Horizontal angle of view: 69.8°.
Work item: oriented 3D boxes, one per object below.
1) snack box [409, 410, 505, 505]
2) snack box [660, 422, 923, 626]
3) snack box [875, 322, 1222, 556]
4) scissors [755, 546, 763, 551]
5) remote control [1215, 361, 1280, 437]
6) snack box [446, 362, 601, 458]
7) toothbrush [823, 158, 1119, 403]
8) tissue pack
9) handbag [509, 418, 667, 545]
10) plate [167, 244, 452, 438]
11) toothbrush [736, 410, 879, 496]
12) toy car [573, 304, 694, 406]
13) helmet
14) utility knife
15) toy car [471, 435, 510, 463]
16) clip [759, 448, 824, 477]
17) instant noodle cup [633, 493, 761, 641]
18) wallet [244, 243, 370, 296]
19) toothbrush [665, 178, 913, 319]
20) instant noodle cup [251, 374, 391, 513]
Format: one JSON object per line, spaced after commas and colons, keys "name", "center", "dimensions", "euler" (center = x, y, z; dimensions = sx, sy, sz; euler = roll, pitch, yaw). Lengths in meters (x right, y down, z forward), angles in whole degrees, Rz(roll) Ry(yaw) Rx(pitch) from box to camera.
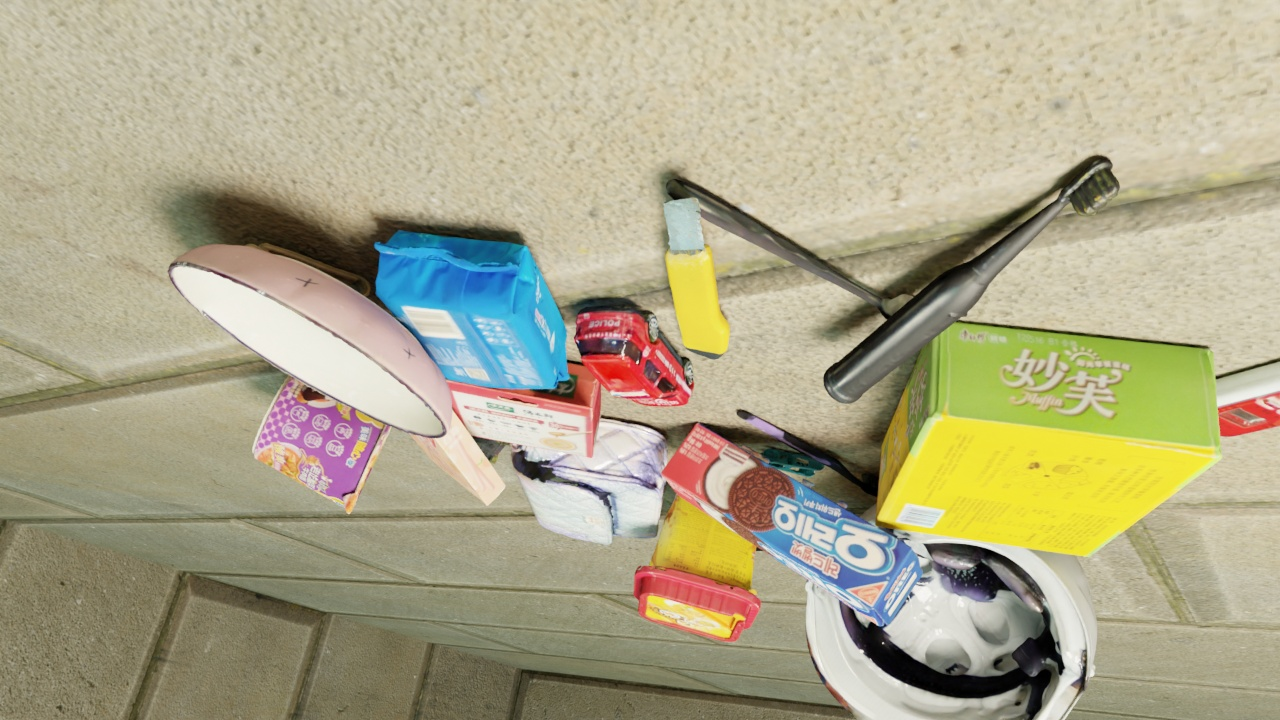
{"name": "snack box", "center": [-0.170, 0.051, 0.740], "dimensions": [0.084, 0.026, 0.157], "euler": [30, 157, 35]}
{"name": "snack box", "center": [0.115, 0.125, 0.723], "dimensions": [0.207, 0.058, 0.057], "euler": [29, 165, 33]}
{"name": "snack box", "center": [0.250, 0.059, 0.604], "dimensions": [0.158, 0.069, 0.210], "euler": [7, 153, 9]}
{"name": "scissors", "center": [0.125, 0.148, 0.929], "dimensions": [0.162, 0.021, 0.234], "euler": [7, 150, 1]}
{"name": "remote control", "center": [0.381, 0.017, 0.523], "dimensions": [0.056, 0.020, 0.136], "euler": [21, 154, -21]}
{"name": "snack box", "center": [-0.088, 0.029, 0.715], "dimensions": [0.113, 0.044, 0.127], "euler": [11, 157, 1]}
{"name": "toothbrush", "center": [0.162, -0.033, 0.476], "dimensions": [0.026, 0.027, 0.213], "euler": [1, 153, -24]}
{"name": "tissue pack", "center": [-0.100, -0.029, 0.584], "dimensions": [0.095, 0.052, 0.157], "euler": [8, 156, 12]}
{"name": "handbag", "center": [-0.044, 0.117, 0.854], "dimensions": [0.134, 0.075, 0.194], "euler": [9, 155, 5]}
{"name": "plate", "center": [-0.198, -0.016, 0.578], "dimensions": [0.192, 0.039, 0.193], "euler": [24, 159, 9]}
{"name": "toothbrush", "center": [0.148, 0.078, 0.770], "dimensions": [0.189, 0.016, 0.014], "euler": [29, 139, -30]}
{"name": "toy car", "center": [-0.004, 0.004, 0.626], "dimensions": [0.053, 0.045, 0.120], "euler": [-1, 156, 27]}
{"name": "helmet", "center": [0.270, 0.208, 0.797], "dimensions": [0.229, 0.145, 0.259], "euler": [36, 134, 17]}
{"name": "utility knife", "center": [0.034, -0.043, 0.530], "dimensions": [0.033, 0.015, 0.207], "euler": [9, 161, 11]}
{"name": "toy car", "center": [-0.148, 0.069, 0.842], "dimensions": [0.049, 0.031, 0.107], "euler": [18, 151, -13]}
{"name": "clip", "center": [0.130, 0.089, 0.795], "dimensions": [0.056, 0.014, 0.040], "euler": [14, 155, -6]}
{"name": "instant noodle cup", "center": [0.061, 0.185, 0.867], "dimensions": [0.116, 0.123, 0.116], "euler": [13, 151, 6]}
{"name": "wallet", "center": [-0.252, -0.049, 0.640], "dimensions": [0.087, 0.024, 0.115], "euler": [22, 154, -34]}
{"name": "toothbrush", "center": [0.088, -0.056, 0.491], "dimensions": [0.181, 0.015, 0.018], "euler": [23, 151, -27]}
{"name": "instant noodle cup", "center": [-0.277, 0.065, 0.809], "dimensions": [0.099, 0.111, 0.112], "euler": [26, 153, -12]}
